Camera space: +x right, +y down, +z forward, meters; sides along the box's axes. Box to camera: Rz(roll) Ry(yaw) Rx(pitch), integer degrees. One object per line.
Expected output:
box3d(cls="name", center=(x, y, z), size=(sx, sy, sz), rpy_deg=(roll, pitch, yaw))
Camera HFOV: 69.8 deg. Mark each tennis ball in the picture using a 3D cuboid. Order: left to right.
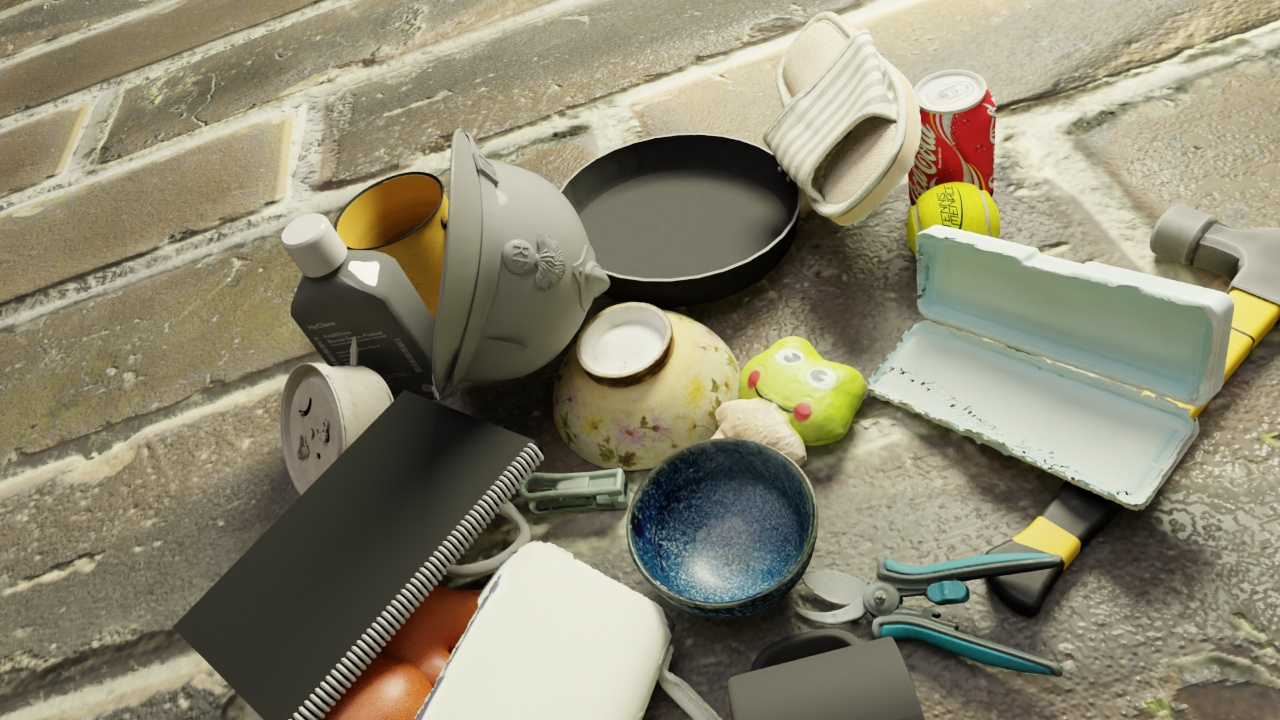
box3d(cls="tennis ball", center=(0.230, -0.098, 0.675), size=(0.065, 0.065, 0.065), rpy_deg=(-10, 48, 11))

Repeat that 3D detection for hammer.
box3d(cls="hammer", center=(0.322, 0.032, 0.555), size=(0.324, 0.034, 0.170), rpy_deg=(-41, 51, -16))

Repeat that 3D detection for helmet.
box3d(cls="helmet", center=(-0.080, -0.060, 0.648), size=(0.117, 0.271, 0.183), rpy_deg=(5, 87, -10))

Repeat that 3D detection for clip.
box3d(cls="clip", center=(-0.046, 0.091, 0.634), size=(0.076, 0.043, 0.023), rpy_deg=(-6, 47, 13))

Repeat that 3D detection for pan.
box3d(cls="pan", center=(0.101, -0.143, 0.773), size=(0.355, 0.044, 0.204), rpy_deg=(-19, 45, -9))

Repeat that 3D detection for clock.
box3d(cls="clock", center=(-0.213, 0.070, 0.679), size=(0.104, 0.061, 0.156), rpy_deg=(-37, 68, 42))

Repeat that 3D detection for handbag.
box3d(cls="handbag", center=(-0.026, 0.203, 0.497), size=(0.176, 0.074, 0.150), rpy_deg=(25, 45, 4))

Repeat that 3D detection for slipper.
box3d(cls="slipper", center=(0.149, -0.206, 0.726), size=(0.115, 0.054, 0.272), rpy_deg=(-43, 30, 30))

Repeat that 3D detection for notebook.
box3d(cls="notebook", center=(-0.171, 0.110, 0.560), size=(0.149, 0.016, 0.206), rpy_deg=(15, 55, 42))

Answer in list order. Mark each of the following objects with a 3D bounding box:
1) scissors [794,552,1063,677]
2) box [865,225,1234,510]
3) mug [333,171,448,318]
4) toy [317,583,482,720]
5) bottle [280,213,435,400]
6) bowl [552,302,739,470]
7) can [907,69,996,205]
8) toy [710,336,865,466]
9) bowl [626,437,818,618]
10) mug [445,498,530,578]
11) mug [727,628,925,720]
box3d(cls="scissors", center=(0.167, 0.137, 0.511), size=(0.156, 0.019, 0.124), rpy_deg=(-39, 52, 9))
box3d(cls="box", center=(0.237, -0.006, 0.561), size=(0.197, 0.074, 0.126), rpy_deg=(28, 87, 50))
box3d(cls="mug", center=(-0.190, -0.097, 0.804), size=(0.124, 0.094, 0.100), rpy_deg=(1, 49, 22))
box3d(cls="toy", center=(-0.154, 0.196, 0.536), size=(0.112, 0.096, 0.175), rpy_deg=(9, 35, 25))
box3d(cls="bottle", center=(-0.215, -0.037, 0.705), size=(0.084, 0.174, 0.046), rpy_deg=(-9, 48, 12))
box3d(cls="bowl", center=(-0.004, 0.004, 0.671), size=(0.145, 0.063, 0.145), rpy_deg=(-10, 47, 11))
box3d(cls="can", center=(0.237, -0.162, 0.701), size=(0.064, 0.105, 0.064), rpy_deg=(-10, 48, 11))
box3d(cls="toy", center=(0.092, 0.036, 0.622), size=(0.117, 0.043, 0.092), rpy_deg=(-42, 51, -16))
box3d(cls="bowl", center=(0.053, 0.110, 0.560), size=(0.114, 0.061, 0.114), rpy_deg=(-9, 49, 10))
box3d(cls="mug", center=(-0.131, 0.108, 0.631), size=(0.107, 0.071, 0.089), rpy_deg=(40, 74, 11))
box3d(cls="mug", center=(0.095, 0.183, 0.478), size=(0.088, 0.078, 0.113), rpy_deg=(-16, 20, 5))
